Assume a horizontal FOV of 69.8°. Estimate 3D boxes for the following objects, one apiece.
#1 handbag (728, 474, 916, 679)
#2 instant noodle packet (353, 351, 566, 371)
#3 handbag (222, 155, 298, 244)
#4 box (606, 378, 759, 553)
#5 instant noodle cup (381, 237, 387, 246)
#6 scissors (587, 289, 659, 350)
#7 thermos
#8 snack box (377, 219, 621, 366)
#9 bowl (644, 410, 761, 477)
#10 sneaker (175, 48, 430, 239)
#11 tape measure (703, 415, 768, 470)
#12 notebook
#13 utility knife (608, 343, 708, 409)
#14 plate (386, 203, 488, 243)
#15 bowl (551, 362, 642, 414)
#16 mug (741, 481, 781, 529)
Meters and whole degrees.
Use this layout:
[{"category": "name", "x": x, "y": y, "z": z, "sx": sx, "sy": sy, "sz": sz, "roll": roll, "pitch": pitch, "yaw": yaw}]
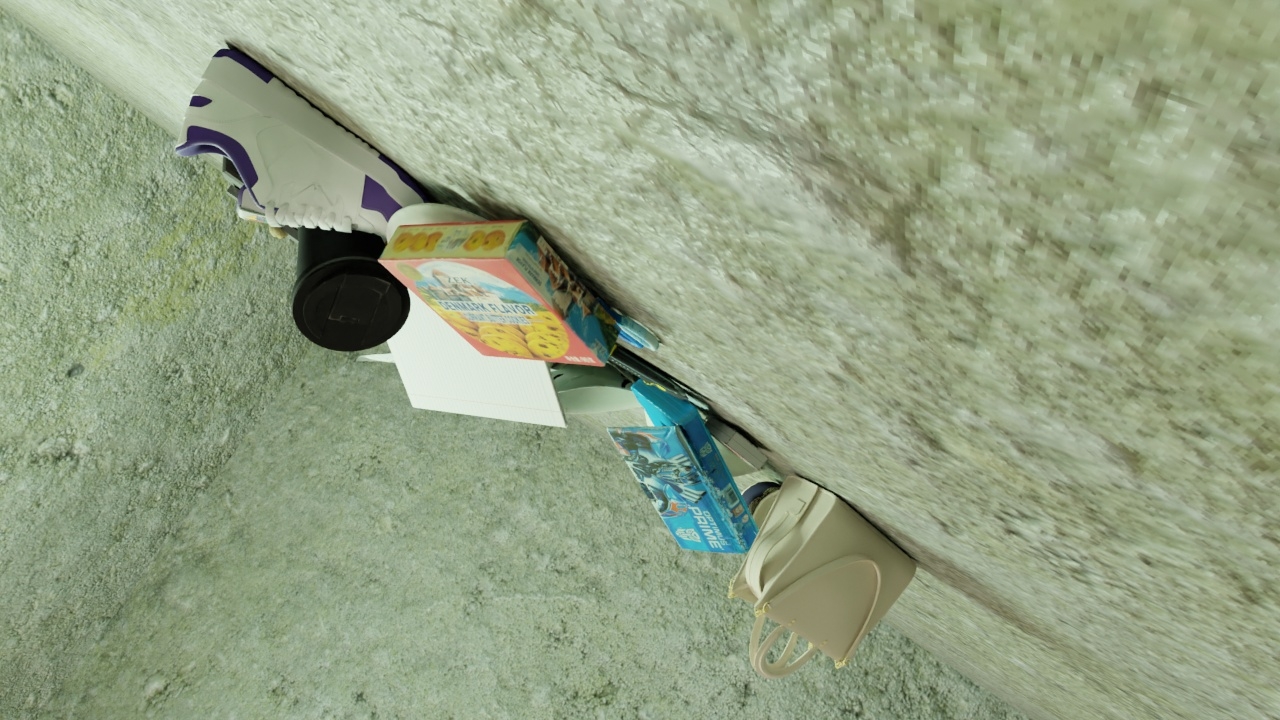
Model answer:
[{"category": "handbag", "x": 0.181, "y": 0.254, "z": 0.994, "sx": 0.194, "sy": 0.197, "sz": 0.101, "roll": 39, "pitch": 172, "yaw": -33}, {"category": "instant noodle packet", "x": -0.199, "y": -0.007, "z": 1.057, "sx": 0.270, "sy": 0.057, "sz": 0.146, "roll": -5, "pitch": 166, "yaw": 45}, {"category": "handbag", "x": -0.427, "y": -0.197, "z": 1.145, "sx": 0.197, "sy": 0.102, "sz": 0.199, "roll": 37, "pitch": 172, "yaw": -21}, {"category": "box", "x": 0.048, "y": 0.133, "z": 1.010, "sx": 0.092, "sy": 0.085, "sz": 0.243, "roll": 38, "pitch": 162, "yaw": 47}, {"category": "instant noodle cup", "x": -0.271, "y": -0.103, "z": 1.064, "sx": 0.122, "sy": 0.122, "sz": 0.137, "roll": 51, "pitch": 174, "yaw": -33}, {"category": "scissors", "x": -0.039, "y": -0.047, "z": 0.767, "sx": 0.130, "sy": 0.022, "sz": 0.070, "roll": 33, "pitch": 174, "yaw": -22}, {"category": "thermos", "x": -0.298, "y": -0.111, "z": 0.913, "sx": 0.106, "sy": 0.106, "sz": 0.218, "roll": 42, "pitch": -164, "yaw": -45}, {"category": "snack box", "x": -0.111, "y": -0.053, "z": 0.735, "sx": 0.143, "sy": 0.040, "sz": 0.145, "roll": 5, "pitch": 151, "yaw": 36}, {"category": "bowl", "x": 0.061, "y": 0.109, "z": 1.139, "sx": 0.176, "sy": 0.057, "sz": 0.177, "roll": 34, "pitch": 173, "yaw": 5}, {"category": "sneaker", "x": -0.289, "y": -0.151, "z": 0.802, "sx": 0.244, "sy": 0.111, "sz": 0.092, "roll": 37, "pitch": 172, "yaw": -18}, {"category": "tape measure", "x": 0.101, "y": 0.086, "z": 0.964, "sx": 0.062, "sy": 0.020, "sz": 0.060, "roll": 39, "pitch": 177, "yaw": -25}, {"category": "notebook", "x": -0.187, "y": -0.022, "z": 0.938, "sx": 0.246, "sy": 0.013, "sz": 0.178, "roll": 4, "pitch": 119, "yaw": 40}, {"category": "utility knife", "x": -0.006, "y": 0.005, "z": 0.932, "sx": 0.188, "sy": 0.020, "sz": 0.029, "roll": 30, "pitch": 173, "yaw": 25}, {"category": "plate", "x": -0.152, "y": -0.076, "z": 0.801, "sx": 0.157, "sy": 0.014, "sz": 0.157, "roll": 16, "pitch": 148, "yaw": 10}, {"category": "bowl", "x": -0.073, "y": 0.021, "z": 1.090, "sx": 0.174, "sy": 0.068, "sz": 0.174, "roll": -3, "pitch": 168, "yaw": -1}, {"category": "mug", "x": 0.175, "y": 0.193, "z": 1.139, "sx": 0.111, "sy": 0.085, "sz": 0.089, "roll": 0, "pitch": -176, "yaw": -13}]
